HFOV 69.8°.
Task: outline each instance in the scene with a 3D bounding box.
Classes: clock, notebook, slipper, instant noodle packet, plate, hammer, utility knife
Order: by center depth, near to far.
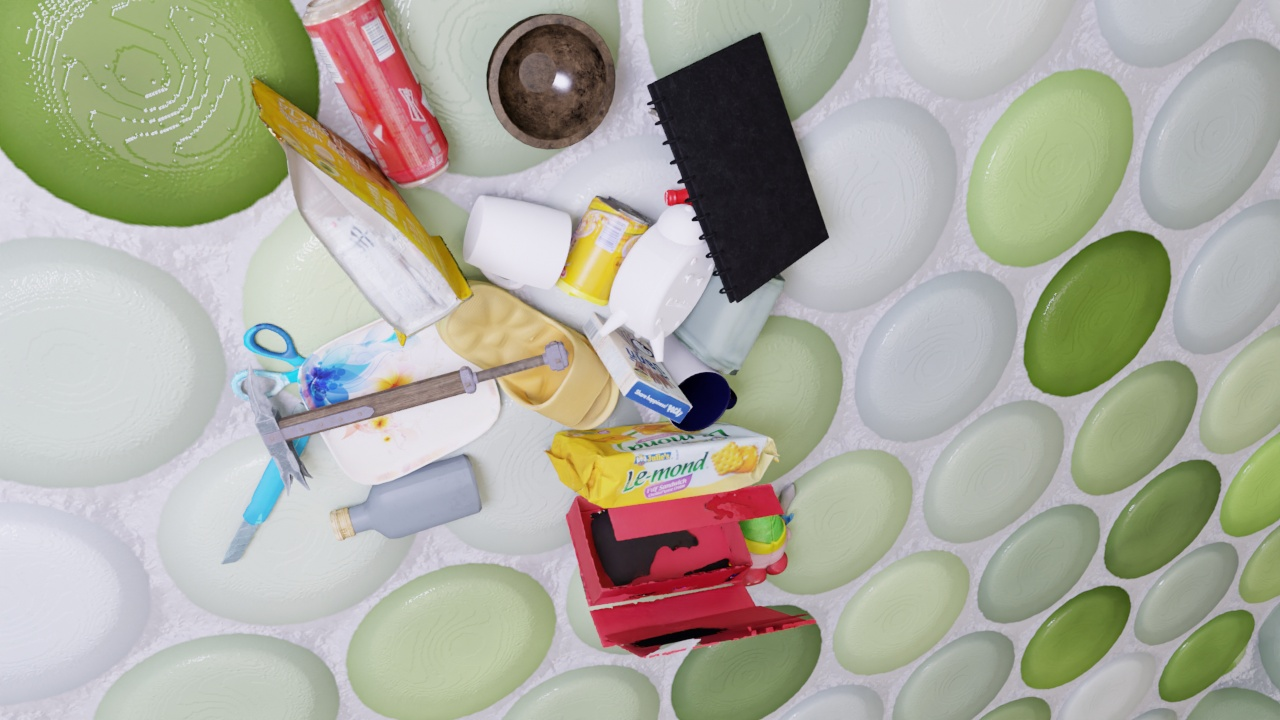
[{"bbox_3d":[-0.256,-0.138,0.794,0.084,0.163,0.221,-36,126,0],"label":"instant noodle packet"},{"bbox_3d":[-0.226,0.030,0.921,0.317,0.028,0.147,-15,119,-3],"label":"hammer"},{"bbox_3d":[0.104,-0.195,0.938,0.168,0.019,0.231,-35,112,-32],"label":"notebook"},{"bbox_3d":[-0.252,0.033,0.976,0.186,0.016,0.187,-26,126,-15],"label":"plate"},{"bbox_3d":[0.032,-0.084,0.977,0.161,0.073,0.125,-60,162,11],"label":"clock"},{"bbox_3d":[-0.397,0.135,0.977,0.031,0.015,0.209,24,102,-32],"label":"utility knife"},{"bbox_3d":[-0.105,0.003,0.990,0.263,0.078,0.099,35,90,-39],"label":"slipper"}]

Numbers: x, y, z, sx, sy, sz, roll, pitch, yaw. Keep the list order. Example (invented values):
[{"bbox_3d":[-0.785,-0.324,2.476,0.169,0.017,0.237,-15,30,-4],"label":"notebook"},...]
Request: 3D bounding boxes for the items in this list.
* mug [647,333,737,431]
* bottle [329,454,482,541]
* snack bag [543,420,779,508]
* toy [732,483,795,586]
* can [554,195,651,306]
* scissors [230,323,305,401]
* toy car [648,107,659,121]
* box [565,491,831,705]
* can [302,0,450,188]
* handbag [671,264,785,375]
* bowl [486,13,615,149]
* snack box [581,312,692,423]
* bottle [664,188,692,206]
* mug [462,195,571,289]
[{"bbox_3d":[0.062,0.028,1.074,0.111,0.097,0.079,15,110,-31],"label":"mug"},{"bbox_3d":[-0.265,0.162,1.033,0.161,0.046,0.072,-16,123,-16],"label":"bottle"},{"bbox_3d":[0.017,0.116,1.063,0.247,0.160,0.068,-5,99,-22],"label":"snack bag"},{"bbox_3d":[0.173,0.237,1.254,0.124,0.097,0.131,-14,103,-24],"label":"toy"},{"bbox_3d":[-0.042,-0.115,0.963,0.067,0.067,0.105,21,107,-32],"label":"can"},{"bbox_3d":[-0.337,0.001,0.931,0.140,0.014,0.090,3,110,-27],"label":"scissors"},{"bbox_3d":[0.058,-0.234,0.953,0.112,0.048,0.040,16,106,-29],"label":"toy car"},{"bbox_3d":[0.053,0.274,1.082,0.210,0.315,0.124,-4,122,-22],"label":"box"},{"bbox_3d":[-0.228,-0.239,0.808,0.067,0.067,0.170,-28,125,-8],"label":"can"},{"bbox_3d":[0.100,-0.059,1.038,0.067,0.106,0.122,15,111,-34],"label":"handbag"},{"bbox_3d":[-0.090,-0.266,0.862,0.121,0.056,0.121,-11,122,-19],"label":"bowl"},{"bbox_3d":[-0.006,0.006,0.998,0.082,0.150,0.026,29,106,-34],"label":"snack box"},{"bbox_3d":[0.083,-0.181,1.002,0.118,0.036,0.036,-8,120,-20],"label":"bottle"},{"bbox_3d":[-0.132,-0.111,0.928,0.087,0.080,0.114,13,143,-23],"label":"mug"}]
